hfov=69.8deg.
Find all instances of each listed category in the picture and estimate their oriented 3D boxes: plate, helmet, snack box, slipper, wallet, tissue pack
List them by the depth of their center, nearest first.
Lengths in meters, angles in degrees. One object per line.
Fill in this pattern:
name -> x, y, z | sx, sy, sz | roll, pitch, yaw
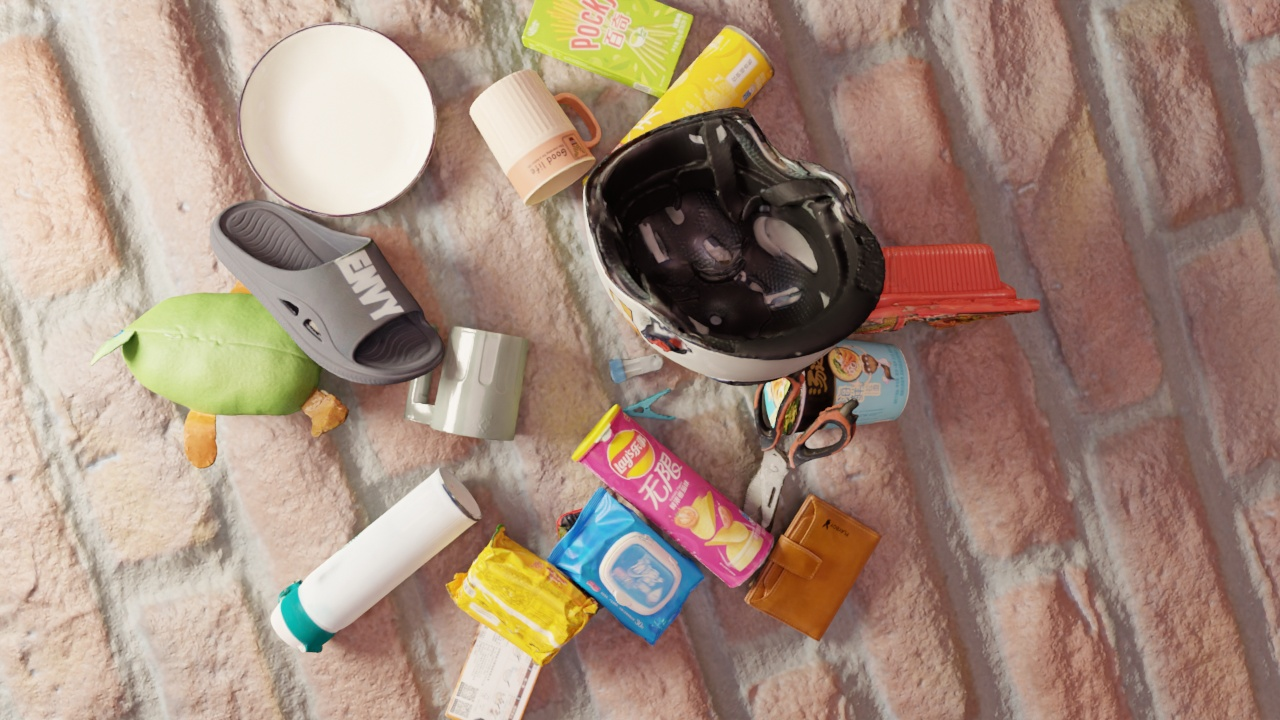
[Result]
helmet -> 0.073, -0.081, 0.825 | 0.229, 0.157, 0.274 | -38, 70, -21
slipper -> -0.299, -0.079, 0.863 | 0.268, 0.084, 0.110 | 38, 48, 11
tissue pack -> -0.011, 0.206, 0.914 | 0.157, 0.052, 0.095 | 44, 77, -19
plate -> -0.297, -0.236, 0.915 | 0.192, 0.039, 0.192 | 0, 90, -3
snack box -> -0.033, -0.335, 0.932 | 0.156, 0.026, 0.086 | 21, 90, -3
wallet -> 0.172, 0.210, 0.943 | 0.119, 0.035, 0.130 | 31, 91, -25
snack box -> -0.138, 0.305, 0.945 | 0.075, 0.026, 0.153 | 21, 90, -2

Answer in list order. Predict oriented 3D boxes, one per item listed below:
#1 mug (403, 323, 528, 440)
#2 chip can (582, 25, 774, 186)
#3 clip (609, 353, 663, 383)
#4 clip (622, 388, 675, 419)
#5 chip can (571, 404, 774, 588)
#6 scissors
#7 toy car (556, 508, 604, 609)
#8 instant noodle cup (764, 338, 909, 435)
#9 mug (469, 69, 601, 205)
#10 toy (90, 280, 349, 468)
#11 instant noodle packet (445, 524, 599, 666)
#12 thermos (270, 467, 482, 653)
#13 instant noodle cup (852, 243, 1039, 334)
mug -> -0.176, 0.019, 0.916 | 0.124, 0.083, 0.103 | 10, 90, 22
chip can -> 0.038, -0.232, 0.915 | 0.072, 0.072, 0.213 | 42, 90, -3
clip -> -0.004, 0.006, 0.948 | 0.058, 0.042, 0.026 | -12, 90, -5
clip -> 0.008, 0.050, 0.951 | 0.054, 0.013, 0.033 | -11, 91, -2
chip can -> 0.034, 0.137, 0.926 | 0.210, 0.071, 0.071 | 40, 89, -4
scissors -> 0.145, 0.094, 0.884 | 0.207, 0.015, 0.202 | -14, 114, 39
toy car -> -0.055, 0.204, 0.941 | 0.049, 0.031, 0.106 | -14, 97, -19
instant noodle cup -> 0.198, 0.021, 0.919 | 0.120, 0.111, 0.111 | -1, 91, -10
mug -> -0.096, -0.227, 0.912 | 0.114, 0.082, 0.106 | -34, 91, -28
toy -> -0.388, -0.005, 0.893 | 0.247, 0.090, 0.226 | 9, 67, 2
instant noodle packet -> -0.117, 0.230, 0.894 | 0.128, 0.044, 0.111 | 38, 122, -1
thermos -> -0.268, 0.201, 0.918 | 0.224, 0.073, 0.073 | -39, 93, -1
instant noodle cup -> 0.261, -0.066, 0.875 | 0.188, 0.164, 0.079 | -3, 91, -13
